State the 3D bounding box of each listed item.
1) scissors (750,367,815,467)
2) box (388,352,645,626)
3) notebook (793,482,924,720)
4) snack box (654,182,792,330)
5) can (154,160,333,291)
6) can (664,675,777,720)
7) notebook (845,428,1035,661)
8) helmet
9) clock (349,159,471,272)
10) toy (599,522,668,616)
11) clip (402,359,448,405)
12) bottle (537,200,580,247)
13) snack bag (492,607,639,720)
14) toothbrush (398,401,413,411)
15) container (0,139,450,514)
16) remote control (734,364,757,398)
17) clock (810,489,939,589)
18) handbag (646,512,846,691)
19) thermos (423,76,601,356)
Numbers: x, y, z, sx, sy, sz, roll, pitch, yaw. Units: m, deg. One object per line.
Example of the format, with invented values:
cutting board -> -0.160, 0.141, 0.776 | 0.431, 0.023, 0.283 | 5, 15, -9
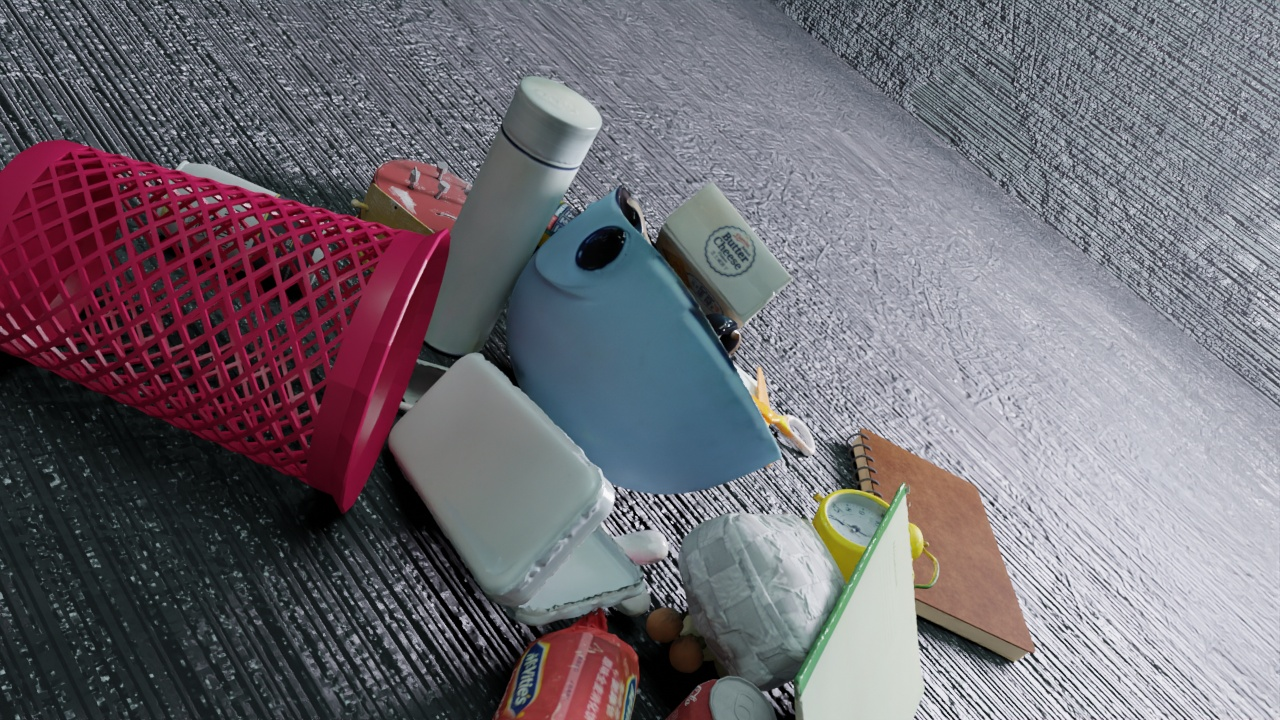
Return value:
scissors -> 0.128, 0.057, 0.903 | 0.129, 0.011, 0.125 | 26, 43, -28
box -> -0.080, 0.092, 0.592 | 0.110, 0.107, 0.216 | 53, -9, -37
notebook -> 0.150, 0.213, 0.600 | 0.010, 0.182, 0.251 | 0, 17, 29
snack box -> 0.062, -0.075, 0.821 | 0.104, 0.057, 0.208 | 50, -6, 2
can -> -0.303, -0.103, 0.693 | 0.127, 0.064, 0.064 | 22, 33, -18
can -> 0.033, 0.223, 0.519 | 0.054, 0.097, 0.054 | 24, 33, -16
notebook -> 0.283, 0.170, 0.895 | 0.167, 0.024, 0.225 | 27, 32, -13
helmet -> -0.004, 0.004, 0.698 | 0.225, 0.167, 0.265 | 55, -3, -34
clock -> -0.182, -0.131, 0.827 | 0.117, 0.081, 0.158 | 39, 31, 8
toy -> -0.045, 0.127, 0.639 | 0.125, 0.037, 0.075 | 26, 36, -2
clip -> -0.164, 0.010, 0.701 | 0.101, 0.038, 0.054 | 16, 23, -25
bottle -> -0.028, -0.097, 0.948 | 0.186, 0.053, 0.053 | 34, 31, 1
snack bag -> -0.051, 0.214, 0.479 | 0.082, 0.082, 0.176 | 31, 31, -5
toothbrush -> -0.141, 0.048, 0.682 | 0.181, 0.016, 0.018 | 19, 41, -22
container -> -0.254, -0.031, 0.552 | 0.225, 0.184, 0.182 | 20, 33, -8
remote control -> 0.064, 0.007, 0.917 | 0.143, 0.024, 0.049 | 26, 32, -13
clock -> 0.192, 0.159, 0.774 | 0.119, 0.057, 0.083 | 24, 36, 15
handbag -> 0.072, 0.161, 0.604 | 0.171, 0.123, 0.112 | 26, 37, -63
thermos -> -0.109, -0.106, 0.714 | 0.068, 0.231, 0.067 | 23, 32, -16
